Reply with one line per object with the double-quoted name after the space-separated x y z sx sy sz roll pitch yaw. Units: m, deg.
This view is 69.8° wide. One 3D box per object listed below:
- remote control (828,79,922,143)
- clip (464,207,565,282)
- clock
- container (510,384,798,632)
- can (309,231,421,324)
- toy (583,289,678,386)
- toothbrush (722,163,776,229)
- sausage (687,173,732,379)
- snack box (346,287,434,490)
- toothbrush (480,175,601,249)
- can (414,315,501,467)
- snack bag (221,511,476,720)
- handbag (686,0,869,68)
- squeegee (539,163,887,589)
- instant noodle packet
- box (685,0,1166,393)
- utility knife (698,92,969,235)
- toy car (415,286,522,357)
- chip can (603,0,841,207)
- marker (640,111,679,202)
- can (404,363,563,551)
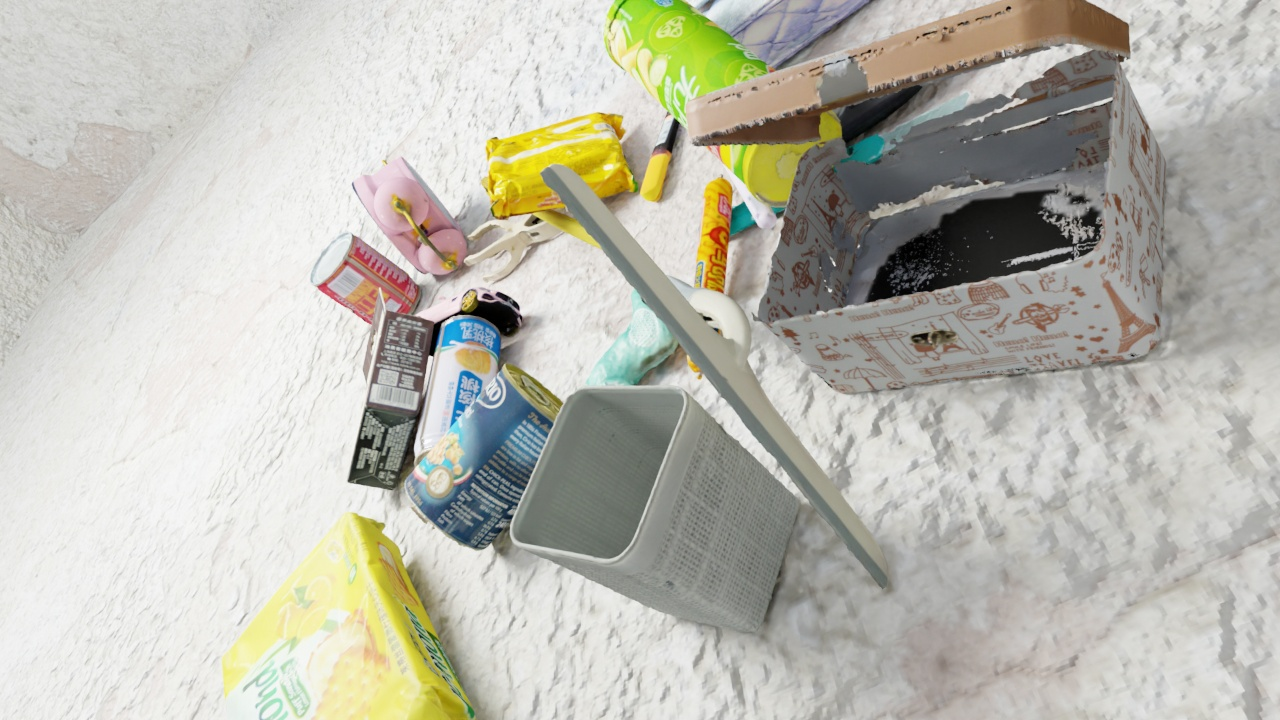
0.144 -0.172 0.623 0.137 0.024 0.053 -29 44 30 "remote control"
-0.117 -0.122 0.854 0.105 0.035 0.083 -38 38 10 "clip"
-0.227 -0.142 0.922 0.060 0.117 0.158 -36 35 0 "clock"
0.014 0.079 0.469 0.090 0.114 0.090 -1 59 47 "container"
-0.279 -0.078 0.936 0.067 0.093 0.066 -28 42 28 "can"
-0.004 0.004 0.628 0.092 0.030 0.096 -51 43 8 "toy"
0.070 -0.143 0.669 0.189 0.021 0.029 -103 22 -52 "toothbrush"
0.048 -0.061 0.622 0.022 0.021 0.164 -16 55 38 "sausage"
-0.212 0.025 0.771 0.113 0.053 0.125 120 158 -45 "snack box"
-0.084 -0.131 0.804 0.190 0.016 0.015 31 75 41 "toothbrush"
-0.145 0.030 0.733 0.053 0.053 0.134 -27 42 29 "can"
-0.197 0.221 0.612 0.158 0.068 0.246 -50 36 0 "snack bag"
0.103 -0.307 0.740 0.194 0.075 0.134 -32 42 23 "handbag"
0.033 -0.023 0.508 0.039 0.246 0.246 -40 16 2 "squeegee"
-0.070 -0.170 0.801 0.128 0.044 0.110 -13 45 0 "instant noodle packet"
0.134 -0.098 0.440 0.183 0.178 0.152 -10 53 42 "box"
0.121 -0.126 0.617 0.208 0.013 0.029 -24 46 32 "utility knife"
-0.154 -0.034 0.798 0.123 0.056 0.037 -20 53 35 "toy car"
0.049 -0.194 0.643 0.073 0.072 0.221 -44 50 9 "chip can"
0.021 -0.180 0.773 0.018 0.015 0.123 -15 47 37 "marker"
-0.100 0.068 0.635 0.111 0.075 0.075 -49 36 4 "can"
